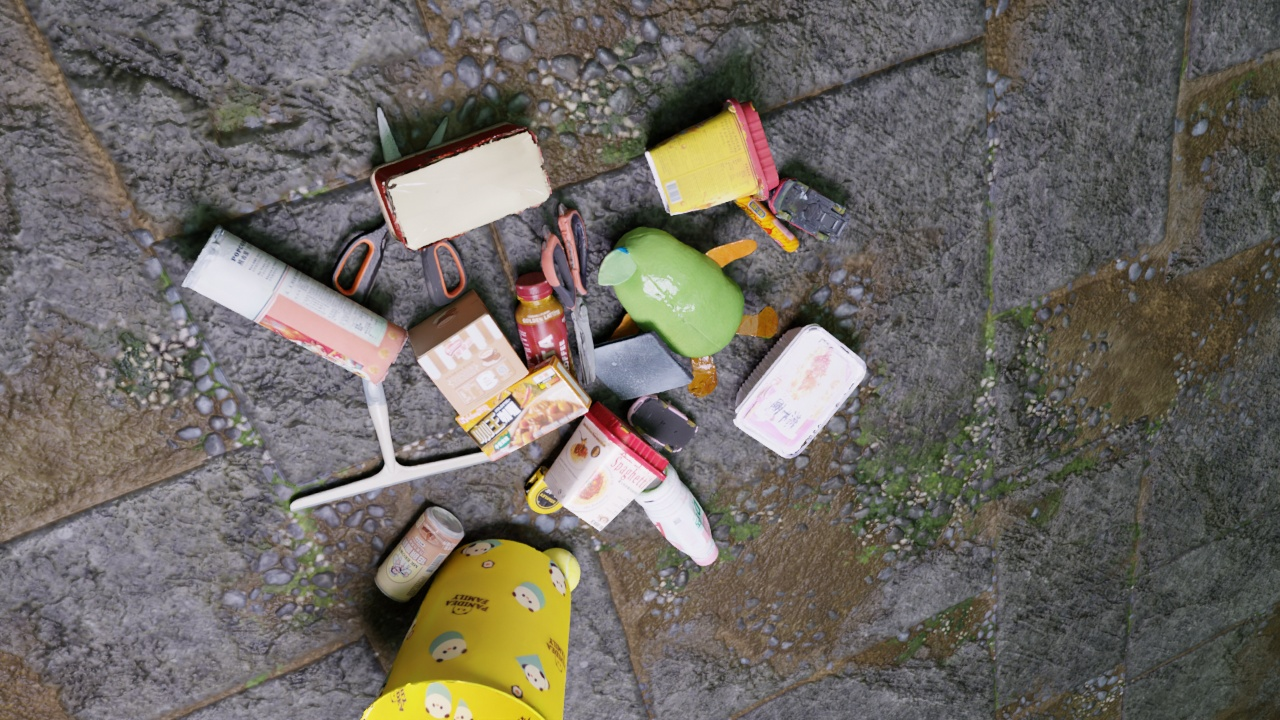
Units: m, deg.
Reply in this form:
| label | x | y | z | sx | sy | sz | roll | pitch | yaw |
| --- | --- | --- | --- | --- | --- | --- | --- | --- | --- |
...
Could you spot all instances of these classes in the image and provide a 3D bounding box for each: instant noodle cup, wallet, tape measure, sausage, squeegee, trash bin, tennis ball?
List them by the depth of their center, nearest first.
| label | x | y | z | sx | sy | sz | roll | pitch | yaw |
| --- | --- | --- | --- | --- | --- | --- | --- | --- | --- |
| instant noodle cup | 0.077 | -0.222 | 1.034 | 0.124 | 0.116 | 0.116 | -21 | 103 | 2 |
| squeegee | -0.303 | 0.054 | 1.061 | 0.246 | 0.039 | 0.247 | -13 | 120 | -17 |
| trash bin | -0.191 | 0.369 | 1.113 | 0.229 | 0.254 | 0.230 | 2 | 120 | 3 |
| wallet | -0.007 | 0.007 | 1.133 | 0.121 | 0.019 | 0.097 | -14 | 134 | 35 |
| sausage | 0.147 | -0.183 | 1.140 | 0.165 | 0.021 | 0.021 | 36 | 98 | -33 |
| instant noodle cup | -0.048 | 0.136 | 1.160 | 0.116 | 0.117 | 0.124 | 40 | 89 | -34 |
| tape measure | -0.124 | 0.171 | 1.204 | 0.060 | 0.029 | 0.057 | 37 | 97 | -33 |
| tennis ball | -0.115 | 0.288 | 1.247 | 0.065 | 0.065 | 0.065 | -10 | 119 | -18 |
| instant noodle cup | 0.209 | 0.035 | 1.257 | 0.138 | 0.060 | 0.173 | 33 | 101 | -33 |

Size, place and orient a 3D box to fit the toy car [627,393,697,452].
| label | x | y | z | sx | sy | sz | roll | pitch | yaw |
| --- | --- | --- | --- | --- | --- | --- | --- | --- | --- |
| toy car | 0.027 | 0.081 | 1.219 | 0.056 | 0.037 | 0.122 | -48 | 136 | 6 |

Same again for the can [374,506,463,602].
| label | x | y | z | sx | sy | sz | roll | pitch | yaw |
| --- | --- | --- | --- | --- | --- | --- | --- | --- | --- |
| can | -0.279 | 0.244 | 1.158 | 0.058 | 0.058 | 0.116 | 35 | 99 | -33 |

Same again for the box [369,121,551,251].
| label | x | y | z | sx | sy | sz | roll | pitch | yaw |
| --- | --- | --- | --- | --- | --- | --- | --- | --- | --- |
| box | -0.182 | -0.179 | 0.954 | 0.168 | 0.079 | 0.091 | -25 | 120 | -18 |

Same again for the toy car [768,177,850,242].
| label | x | y | z | sx | sy | sz | roll | pitch | yaw |
| --- | --- | --- | --- | --- | --- | --- | --- | --- | --- |
| toy car | 0.209 | -0.188 | 1.149 | 0.120 | 0.045 | 0.053 | 22 | 103 | -36 |

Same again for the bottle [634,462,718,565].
| label | x | y | z | sx | sy | sz | roll | pitch | yaw |
| --- | --- | --- | --- | --- | --- | --- | --- | --- | --- |
| bottle | 0.054 | 0.220 | 1.285 | 0.068 | 0.068 | 0.197 | -35 | 127 | -3 |

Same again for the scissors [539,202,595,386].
| label | x | y | z | sx | sy | sz | roll | pitch | yaw |
| --- | --- | --- | --- | --- | --- | --- | --- | --- | --- |
| scissors | -0.080 | -0.066 | 1.063 | 0.194 | 0.015 | 0.206 | 27 | 70 | -64 |

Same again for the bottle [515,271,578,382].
| label | x | y | z | sx | sy | sz | roll | pitch | yaw |
| --- | --- | --- | --- | --- | --- | --- | --- | --- | --- |
| bottle | -0.112 | -0.019 | 1.092 | 0.057 | 0.057 | 0.175 | -18 | 122 | -14 |

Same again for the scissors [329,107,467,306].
| label | x | y | z | sx | sy | sz | roll | pitch | yaw |
| --- | --- | --- | --- | --- | --- | --- | --- | --- | --- |
| scissors | -0.251 | -0.149 | 0.992 | 0.221 | 0.022 | 0.224 | -47 | 126 | -2 |

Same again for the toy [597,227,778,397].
| label | x | y | z | sx | sy | sz | roll | pitch | yaw |
| --- | --- | --- | --- | --- | --- | --- | --- | --- | --- |
| toy | 0.052 | -0.072 | 1.117 | 0.227 | 0.089 | 0.246 | -38 | 122 | 15 |

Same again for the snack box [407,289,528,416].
| label | x | y | z | sx | sy | sz | roll | pitch | yaw |
| --- | --- | --- | --- | --- | --- | --- | --- | --- | --- |
| snack box | -0.198 | -0.009 | 1.050 | 0.092 | 0.077 | 0.094 | -33 | 124 | -4 |

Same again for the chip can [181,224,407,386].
| label | x | y | z | sx | sy | sz | roll | pitch | yaw |
| --- | --- | --- | --- | --- | --- | --- | --- | --- | --- |
| chip can | -0.351 | -0.054 | 0.948 | 0.214 | 0.071 | 0.071 | 31 | 101 | -25 |

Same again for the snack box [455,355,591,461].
| label | x | y | z | sx | sy | sz | roll | pitch | yaw |
| --- | --- | --- | --- | --- | --- | --- | --- | --- | --- |
| snack box | -0.140 | 0.058 | 1.094 | 0.154 | 0.026 | 0.075 | -28 | 113 | 24 |
